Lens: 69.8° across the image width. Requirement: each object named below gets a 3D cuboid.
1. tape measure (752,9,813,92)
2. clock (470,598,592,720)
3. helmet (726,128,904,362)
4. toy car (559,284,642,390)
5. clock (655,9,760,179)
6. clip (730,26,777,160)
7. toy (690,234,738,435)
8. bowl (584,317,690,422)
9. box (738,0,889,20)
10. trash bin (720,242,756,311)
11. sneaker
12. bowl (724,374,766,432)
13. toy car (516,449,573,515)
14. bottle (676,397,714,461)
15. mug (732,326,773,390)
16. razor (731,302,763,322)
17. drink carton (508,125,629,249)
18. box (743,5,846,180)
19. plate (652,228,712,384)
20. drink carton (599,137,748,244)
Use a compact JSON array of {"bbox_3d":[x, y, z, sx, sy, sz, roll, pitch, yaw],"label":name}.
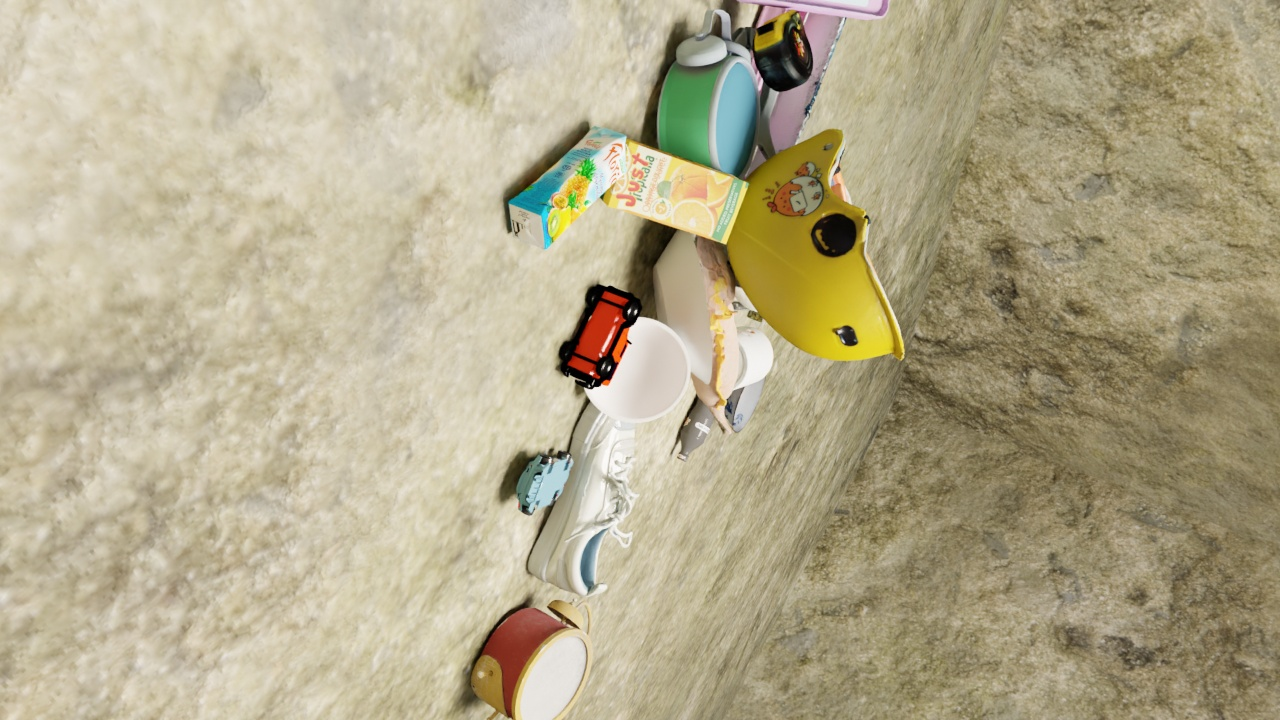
[{"bbox_3d":[0.140,-0.303,0.904,0.072,0.042,0.071,-42,118,-51],"label":"tape measure"},{"bbox_3d":[-0.111,0.323,1.006,0.158,0.081,0.117,-32,130,-41],"label":"clock"},{"bbox_3d":[0.164,-0.097,0.927,0.209,0.140,0.239,45,30,-69],"label":"helmet"},{"bbox_3d":[-0.036,-0.021,0.885,0.100,0.051,0.049,-65,155,-6],"label":"toy car"},{"bbox_3d":[0.065,-0.250,0.879,0.121,0.075,0.162,-22,119,-60],"label":"clock"},{"bbox_3d":[0.102,-0.259,0.957,0.027,0.090,0.162,-119,-166,-67],"label":"clip"},{"bbox_3d":[0.090,-0.025,1.054,0.264,0.065,0.196,96,-21,-78],"label":"toy"},{"bbox_3d":[-0.006,0.006,0.943,0.040,0.110,0.110,-101,-152,-75],"label":"bowl"},{"bbox_3d":[0.190,-0.413,0.905,0.213,0.062,0.140,-8,142,-35],"label":"box"},{"bbox_3d":[0.154,-0.128,1.135,0.133,0.133,0.161,-65,165,-6],"label":"trash bin"},{"bbox_3d":[-0.037,0.140,0.993,0.089,0.091,0.242,12,99,-68],"label":"sneaker"},{"bbox_3d":[0.148,0.049,1.404,0.114,0.045,0.114,-50,153,-38],"label":"bowl"},{"bbox_3d":[-0.098,0.117,0.909,0.107,0.027,0.060,4,107,-78],"label":"toy car"},{"bbox_3d":[0.081,0.091,1.299,0.109,0.036,0.036,-64,159,-9],"label":"bottle"},{"bbox_3d":[0.127,-0.002,1.252,0.105,0.082,0.082,-15,125,-63],"label":"mug"},{"bbox_3d":[0.156,-0.078,1.332,0.105,0.026,0.042,-5,118,-62],"label":"razor"},{"bbox_3d":[-0.055,-0.142,0.736,0.128,0.039,0.044,-51,153,-36],"label":"drink carton"},{"bbox_3d":[0.159,-0.301,1.016,0.084,0.091,0.230,6,106,-69],"label":"box"},{"bbox_3d":[0.039,-0.058,0.978,0.174,0.036,0.174,169,-88,-86],"label":"plate"},{"bbox_3d":[0.026,-0.153,0.819,0.041,0.122,0.058,-120,-133,-66],"label":"drink carton"}]
